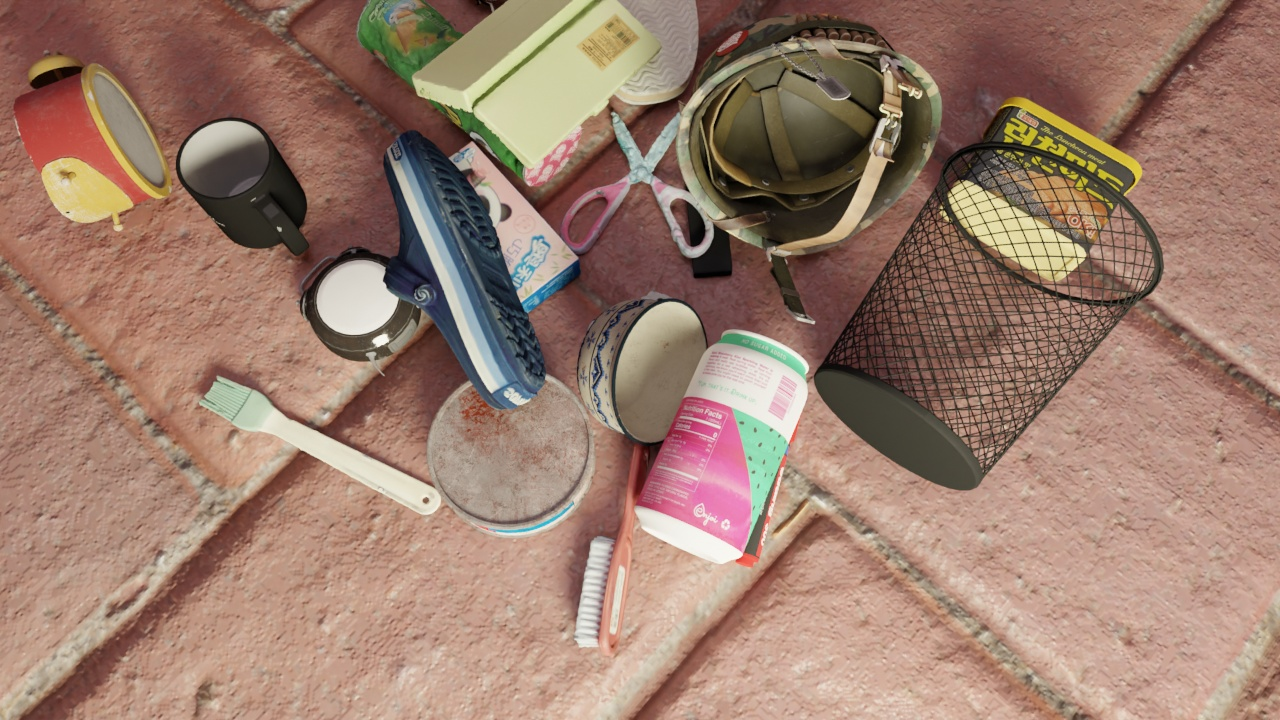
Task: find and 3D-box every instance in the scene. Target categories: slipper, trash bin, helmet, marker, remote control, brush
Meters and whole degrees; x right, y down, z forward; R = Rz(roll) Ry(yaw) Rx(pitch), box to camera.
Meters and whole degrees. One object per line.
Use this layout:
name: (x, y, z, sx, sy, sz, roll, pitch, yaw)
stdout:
slipper: (-0.012, -0.367, 0.880, 0.114, 0.054, 0.272, -8, 77, -5)
trash bin: (0.254, -0.026, 0.708, 0.184, 0.184, 0.210, 37, 80, 11)
helmet: (0.133, -0.174, 0.736, 0.223, 0.193, 0.236, -3, 48, -34)
marker: (0.104, 0.095, 0.739, 0.023, 0.021, 0.144, 27, 70, -24)
remote control: (0.058, -0.145, 0.825, 0.034, 0.013, 0.150, -5, 71, 2)
brush: (-0.021, 0.140, 0.716, 0.030, 0.041, 0.172, 4, 68, 16)
slipper: (-0.157, -0.069, 0.714, 0.095, 0.105, 0.252, -31, 68, 11)
brush: (-0.260, 0.071, 0.748, 0.218, 0.012, 0.033, 26, 73, 6)

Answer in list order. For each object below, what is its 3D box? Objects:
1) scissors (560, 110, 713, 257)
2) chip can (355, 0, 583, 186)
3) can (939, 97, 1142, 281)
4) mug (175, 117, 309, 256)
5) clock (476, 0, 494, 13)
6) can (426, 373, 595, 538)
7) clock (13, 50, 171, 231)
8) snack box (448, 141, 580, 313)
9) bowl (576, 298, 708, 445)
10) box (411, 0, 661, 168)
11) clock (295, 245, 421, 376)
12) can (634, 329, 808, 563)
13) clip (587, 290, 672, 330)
scissors: (0.009, -0.151, 0.820, 0.168, 0.014, 0.170, 30, 75, 17)
chip can: (-0.158, -0.252, 0.828, 0.223, 0.075, 0.075, 40, 75, 12)
can: (0.345, -0.148, 0.801, 0.131, 0.072, 0.101, 34, 76, 10)
mug: (-0.324, -0.136, 0.777, 0.078, 0.088, 0.113, -41, 76, -14)
clock: (-0.125, -0.401, 0.880, 0.115, 0.065, 0.155, -10, 98, 8)
can: (-0.101, 0.073, 0.731, 0.130, 0.044, 0.129, 0, 71, -1)
clock: (-0.476, -0.193, 0.783, 0.081, 0.117, 0.158, -23, 68, -5)
snack box: (-0.133, -0.110, 0.800, 0.088, 0.033, 0.154, -39, 76, -12)
bowl: (-0.004, 0.004, 0.726, 0.059, 0.115, 0.115, 14, 67, 39)
box: (-0.084, -0.258, 0.778, 0.140, 0.048, 0.187, 38, 63, 9)
clock: (-0.237, -0.049, 0.772, 0.123, 0.044, 0.091, 35, 74, 11)
can: (0.065, 0.066, 0.707, 0.088, 0.088, 0.165, 23, 77, 7)
clip: (0.010, -0.031, 0.777, 0.101, 0.041, 0.054, 22, 84, 5)
